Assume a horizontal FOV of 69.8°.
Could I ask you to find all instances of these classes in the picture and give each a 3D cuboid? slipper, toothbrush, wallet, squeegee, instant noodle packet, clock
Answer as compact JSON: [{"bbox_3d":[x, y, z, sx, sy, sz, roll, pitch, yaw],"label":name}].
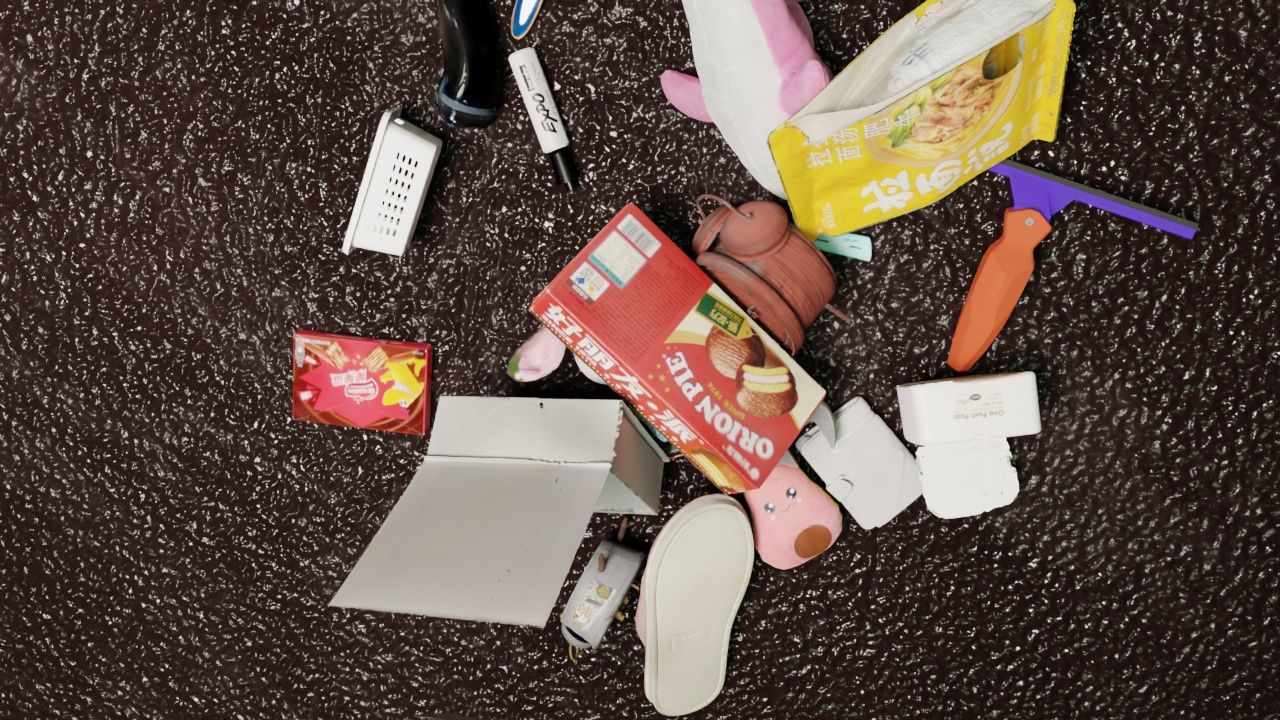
[{"bbox_3d":[0.049,0.239,0.902,0.114,0.054,0.275,-4,120,-18],"label":"slipper"},{"bbox_3d":[-0.081,-0.340,0.783,0.021,0.017,0.135,26,106,-1],"label":"toothbrush"},{"bbox_3d":[0.212,0.099,0.872,0.116,0.032,0.086,44,102,-7],"label":"wallet"},{"bbox_3d":[0.315,-0.074,0.802,0.250,0.055,0.185,22,115,11],"label":"squeegee"},{"bbox_3d":[0.209,-0.183,0.710,0.222,0.163,0.084,-32,62,5],"label":"instant noodle packet"},{"bbox_3d":[-0.040,0.236,0.897,0.056,0.103,0.148,28,112,7],"label":"clock"},{"bbox_3d":[0.098,-0.077,0.784,0.072,0.121,0.157,-47,110,-12],"label":"clock"}]

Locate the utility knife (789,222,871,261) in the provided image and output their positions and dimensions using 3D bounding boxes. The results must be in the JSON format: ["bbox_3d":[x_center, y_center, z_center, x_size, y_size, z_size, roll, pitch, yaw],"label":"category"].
[{"bbox_3d":[0.146,-0.113,0.829,0.129,0.015,0.022,12,109,5],"label":"utility knife"}]

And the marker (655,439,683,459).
[{"bbox_3d":[0.059,0.076,0.884,0.145,0.021,0.023,-18,133,9],"label":"marker"}]

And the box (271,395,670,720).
[{"bbox_3d":[-0.103,0.115,0.715,0.167,0.368,0.150,0,106,18],"label":"box"}]

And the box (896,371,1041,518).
[{"bbox_3d":[0.293,0.081,0.824,0.109,0.124,0.136,-5,88,6],"label":"box"}]

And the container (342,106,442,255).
[{"bbox_3d":[-0.217,-0.153,0.817,0.049,0.080,0.129,19,106,-12],"label":"container"}]

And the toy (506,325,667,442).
[{"bbox_3d":[-0.005,0.005,0.816,0.205,0.131,0.106,26,101,-3],"label":"toy"}]

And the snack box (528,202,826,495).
[{"bbox_3d":[0.033,-0.007,0.764,0.236,0.060,0.113,43,65,-7],"label":"snack box"}]

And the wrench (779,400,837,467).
[{"bbox_3d":[0.068,-0.004,0.846,0.273,0.018,0.084,44,111,0],"label":"wrench"}]

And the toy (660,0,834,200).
[{"bbox_3d":[0.098,-0.258,0.741,0.127,0.187,0.266,-47,125,-22],"label":"toy"}]

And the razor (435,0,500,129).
[{"bbox_3d":[-0.155,-0.272,0.794,0.064,0.052,0.140,3,101,38],"label":"razor"}]

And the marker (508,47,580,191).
[{"bbox_3d":[-0.083,-0.212,0.814,0.025,0.025,0.126,-18,103,9],"label":"marker"}]

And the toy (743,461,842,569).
[{"bbox_3d":[0.139,0.144,0.880,0.090,0.051,0.110,-32,99,11],"label":"toy"}]

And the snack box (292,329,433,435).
[{"bbox_3d":[-0.271,0.022,0.896,0.133,0.021,0.089,6,105,3],"label":"snack box"}]
